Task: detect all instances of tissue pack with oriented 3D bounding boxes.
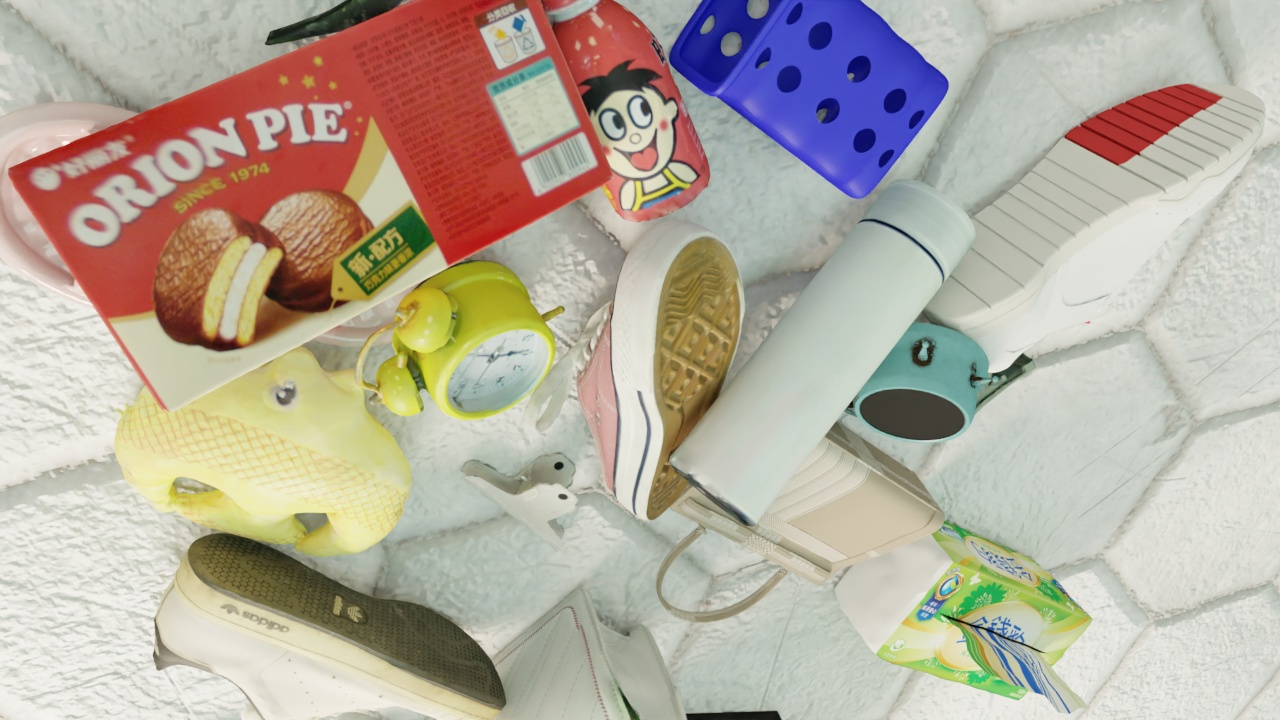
[{"bbox_3d":[0.278,0.220,0.740,0.197,0.141,0.120,18,112,-26],"label":"tissue pack"}]

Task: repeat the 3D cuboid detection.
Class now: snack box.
[{"bbox_3d":[-0.139,-0.085,0.427,0.236,0.060,0.113,-32,111,-19],"label":"snack box"}]

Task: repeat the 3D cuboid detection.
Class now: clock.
[{"bbox_3d":[-0.103,-0.009,0.509,0.118,0.057,0.083,-8,137,-40],"label":"clock"},{"bbox_3d":[0.177,0.020,0.622,0.090,0.053,0.124,25,150,-11],"label":"clock"}]

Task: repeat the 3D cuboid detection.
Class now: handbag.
[{"bbox_3d":[0.093,0.130,0.685,0.175,0.062,0.198,31,111,-30],"label":"handbag"},{"bbox_3d":[-0.065,0.285,0.669,0.199,0.142,0.096,-42,124,9],"label":"handbag"}]

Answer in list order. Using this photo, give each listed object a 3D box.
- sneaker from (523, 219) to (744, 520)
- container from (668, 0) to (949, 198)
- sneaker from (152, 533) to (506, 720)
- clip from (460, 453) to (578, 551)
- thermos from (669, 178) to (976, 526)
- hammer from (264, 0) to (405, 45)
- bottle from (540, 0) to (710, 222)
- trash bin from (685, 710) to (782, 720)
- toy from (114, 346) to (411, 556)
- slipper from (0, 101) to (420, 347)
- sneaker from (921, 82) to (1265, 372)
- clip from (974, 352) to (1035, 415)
[{"bbox_3d":[-0.003,0.003,0.557,0.118,0.088,0.242,-39,152,-32],"label":"sneaker"},{"bbox_3d":[0.091,-0.157,0.497,0.113,0.085,0.084,28,108,-30],"label":"container"},{"bbox_3d":[-0.205,0.207,0.606,0.241,0.089,0.102,34,96,-26],"label":"sneaker"},{"bbox_3d":[-0.068,0.094,0.621,0.054,0.043,0.101,-33,125,18],"label":"clip"},{"bbox_3d":[0.113,-0.007,0.564,0.068,0.068,0.230,43,82,-32],"label":"thermos"},{"bbox_3d":[-0.233,-0.248,0.373,0.318,0.032,0.130,25,109,-28],"label":"hammer"},{"bbox_3d":[-0.014,-0.145,0.484,0.062,0.062,0.137,-30,124,0],"label":"bottle"},{"bbox_3d":[0.056,0.417,0.783,0.139,0.139,0.172,7,116,-21],"label":"trash bin"},{"bbox_3d":[-0.214,0.055,0.536,0.170,0.064,0.155,26,121,-23],"label":"toy"},{"bbox_3d":[-0.216,-0.055,0.474,0.221,0.055,0.107,15,114,-28],"label":"slipper"},{"bbox_3d":[0.302,-0.079,0.614,0.237,0.090,0.104,-39,132,5],"label":"sneaker"},{"bbox_3d":[0.257,0.018,0.689,0.061,0.023,0.076,34,102,-29],"label":"clip"}]
